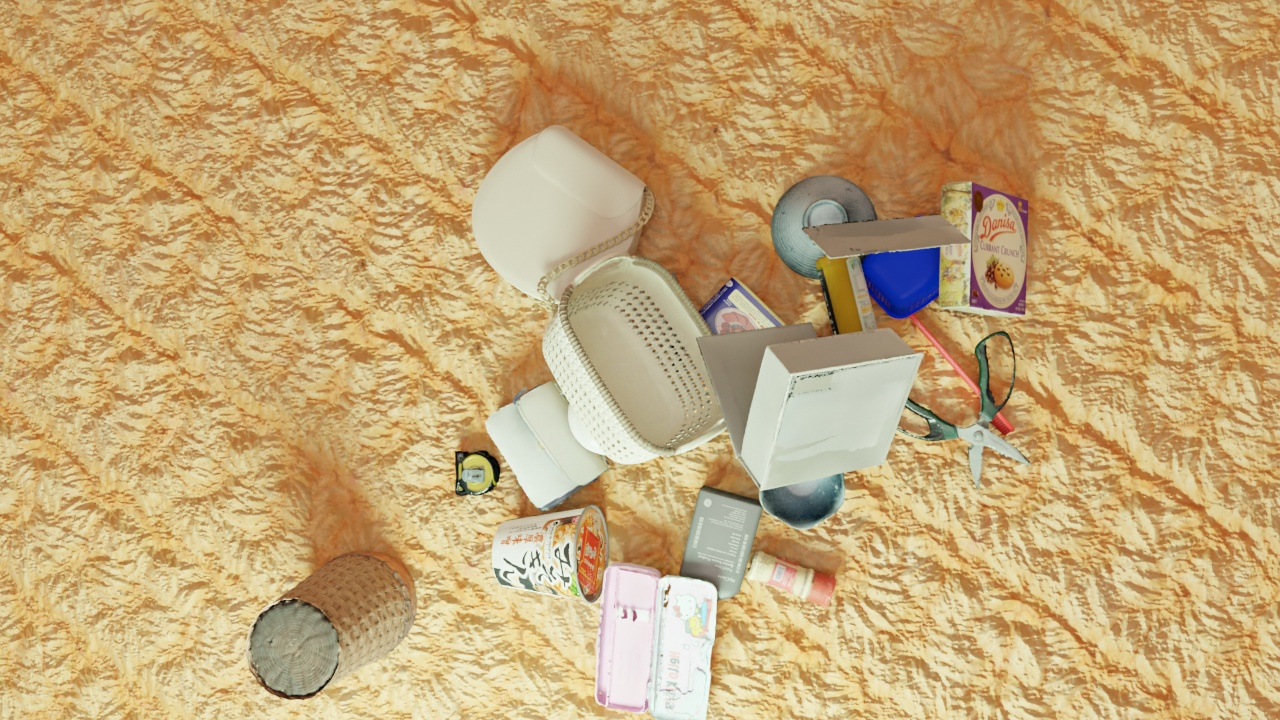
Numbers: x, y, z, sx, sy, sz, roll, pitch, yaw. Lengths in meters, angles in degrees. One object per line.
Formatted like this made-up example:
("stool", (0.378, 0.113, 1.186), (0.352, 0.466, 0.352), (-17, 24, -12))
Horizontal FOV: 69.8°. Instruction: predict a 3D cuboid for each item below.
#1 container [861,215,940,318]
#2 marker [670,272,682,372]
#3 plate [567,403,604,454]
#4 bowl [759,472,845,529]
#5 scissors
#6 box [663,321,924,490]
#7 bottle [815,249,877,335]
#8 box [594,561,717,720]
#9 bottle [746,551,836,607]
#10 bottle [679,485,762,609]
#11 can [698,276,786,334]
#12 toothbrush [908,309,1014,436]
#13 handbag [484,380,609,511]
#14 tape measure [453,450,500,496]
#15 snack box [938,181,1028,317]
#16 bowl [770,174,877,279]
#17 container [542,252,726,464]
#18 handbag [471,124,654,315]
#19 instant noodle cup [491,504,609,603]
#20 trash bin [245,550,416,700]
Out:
("container", (0.336, -0.119, 1.140), (0.114, 0.058, 0.096), (-41, 75, 3))
("marker", (0.046, -0.048, 1.208), (0.016, 0.022, 0.138), (-2, 90, 12))
("plate", (-0.040, 0.069, 1.185), (0.104, 0.026, 0.104), (5, 71, -15))
("bowl", (0.204, 0.154, 1.164), (0.110, 0.055, 0.110), (0, 90, 8))
("scissors", (0.410, 0.049, 1.144), (0.202, 0.015, 0.203), (29, 98, 11))
("box", (0.146, 0.020, 1.135), (0.167, 0.422, 0.173), (-8, 105, -22))
("bottle", (0.263, -0.040, 1.126), (0.053, 0.053, 0.186), (-14, 87, 8))
("box", (0.019, 0.364, 1.178), (0.152, 0.038, 0.201), (7, 102, 10))
("bottle", (0.192, 0.277, 1.170), (0.109, 0.044, 0.044), (19, 92, 9))
("bottle", (0.096, 0.257, 1.183), (0.084, 0.046, 0.174), (15, 91, 8))
("can", (0.126, -0.038, 1.179), (0.116, 0.056, 0.092), (45, 94, 7))
("toothbrush", (0.394, 0.011, 1.160), (0.018, 0.012, 0.212), (-41, 84, 9))
("handbag", (-0.096, 0.093, 1.203), (0.176, 0.074, 0.151), (-32, 84, -3))
("tape measure", (-0.221, 0.152, 1.238), (0.061, 0.034, 0.061), (-3, 89, 6))
("snack box", (0.412, -0.130, 1.099), (0.041, 0.143, 0.148), (1, 89, 48))
("bowl", (0.234, -0.173, 1.164), (0.137, 0.057, 0.137), (0, 89, 9))
("container", (-0.007, 0.006, 1.120), (0.184, 0.143, 0.246), (-28, 83, -35))
("handbag", (-0.107, -0.183, 1.193), (0.210, 0.103, 0.208), (36, 90, 6))
("instant noodle cup", (-0.118, 0.249, 1.186), (0.122, 0.123, 0.123), (-3, 88, 17))
("trash bin", (-0.396, 0.334, 1.173), (0.151, 0.210, 0.151), (0, 88, 8))
